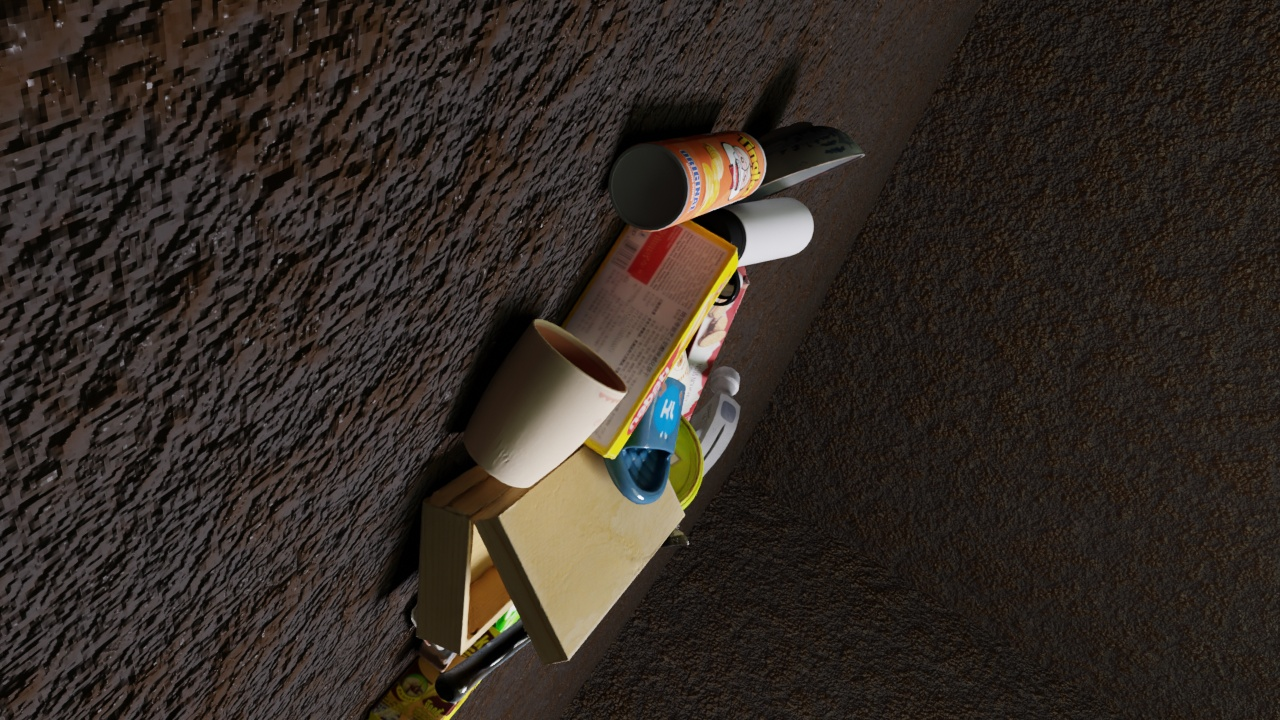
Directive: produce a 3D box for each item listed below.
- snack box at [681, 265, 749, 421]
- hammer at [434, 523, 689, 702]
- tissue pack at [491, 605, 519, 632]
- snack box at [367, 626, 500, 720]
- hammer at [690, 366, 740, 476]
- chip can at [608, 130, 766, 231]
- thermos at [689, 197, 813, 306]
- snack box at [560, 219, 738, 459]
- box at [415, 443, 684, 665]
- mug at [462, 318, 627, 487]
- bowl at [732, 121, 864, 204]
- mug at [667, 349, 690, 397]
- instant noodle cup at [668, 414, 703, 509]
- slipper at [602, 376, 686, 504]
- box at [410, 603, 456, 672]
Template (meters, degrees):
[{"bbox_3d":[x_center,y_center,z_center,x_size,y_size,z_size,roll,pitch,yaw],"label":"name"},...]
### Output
[{"bbox_3d":[0.067,-0.025,1.125,0.274,0.044,0.076,109,-21,-48],"label":"snack box"},{"bbox_3d":[-0.077,0.252,0.963,0.141,0.036,0.325,-29,179,44],"label":"hammer"},{"bbox_3d":[-0.147,0.278,1.095,0.113,0.034,0.100,-40,160,-52],"label":"tissue pack"},{"bbox_3d":[-0.198,0.316,0.913,0.148,0.061,0.026,-45,161,-49],"label":"snack box"},{"bbox_3d":[0.011,0.139,1.155,0.314,0.035,0.139,-43,-158,37],"label":"hammer"},{"bbox_3d":[0.045,-0.149,0.739,0.062,0.062,0.209,-64,167,24],"label":"chip can"},{"bbox_3d":[0.123,-0.122,0.990,0.069,0.101,0.229,-24,178,34],"label":"thermos"},{"bbox_3d":[-0.009,-0.027,0.755,0.200,0.092,0.042,-58,168,-4],"label":"snack box"},{"bbox_3d":[-0.071,0.133,0.785,0.248,0.149,0.141,-36,126,-61],"label":"box"},{"bbox_3d":[-0.077,0.030,0.680,0.104,0.085,0.111,-51,-161,10],"label":"mug"},{"bbox_3d":[0.161,-0.219,0.985,0.151,0.057,0.150,-19,-178,1],"label":"bowl"},{"bbox_3d":[-0.006,0.005,0.946,0.121,0.081,0.097,-27,151,-14],"label":"mug"},{"bbox_3d":[-0.012,0.118,1.002,0.145,0.146,0.098,-51,176,-33],"label":"instant noodle cup"},{"bbox_3d":[0.009,0.022,0.817,0.103,0.059,0.213,29,59,-59],"label":"slipper"},{"bbox_3d":[-0.141,0.192,0.898,0.215,0.063,0.157,-51,155,-32],"label":"box"}]
